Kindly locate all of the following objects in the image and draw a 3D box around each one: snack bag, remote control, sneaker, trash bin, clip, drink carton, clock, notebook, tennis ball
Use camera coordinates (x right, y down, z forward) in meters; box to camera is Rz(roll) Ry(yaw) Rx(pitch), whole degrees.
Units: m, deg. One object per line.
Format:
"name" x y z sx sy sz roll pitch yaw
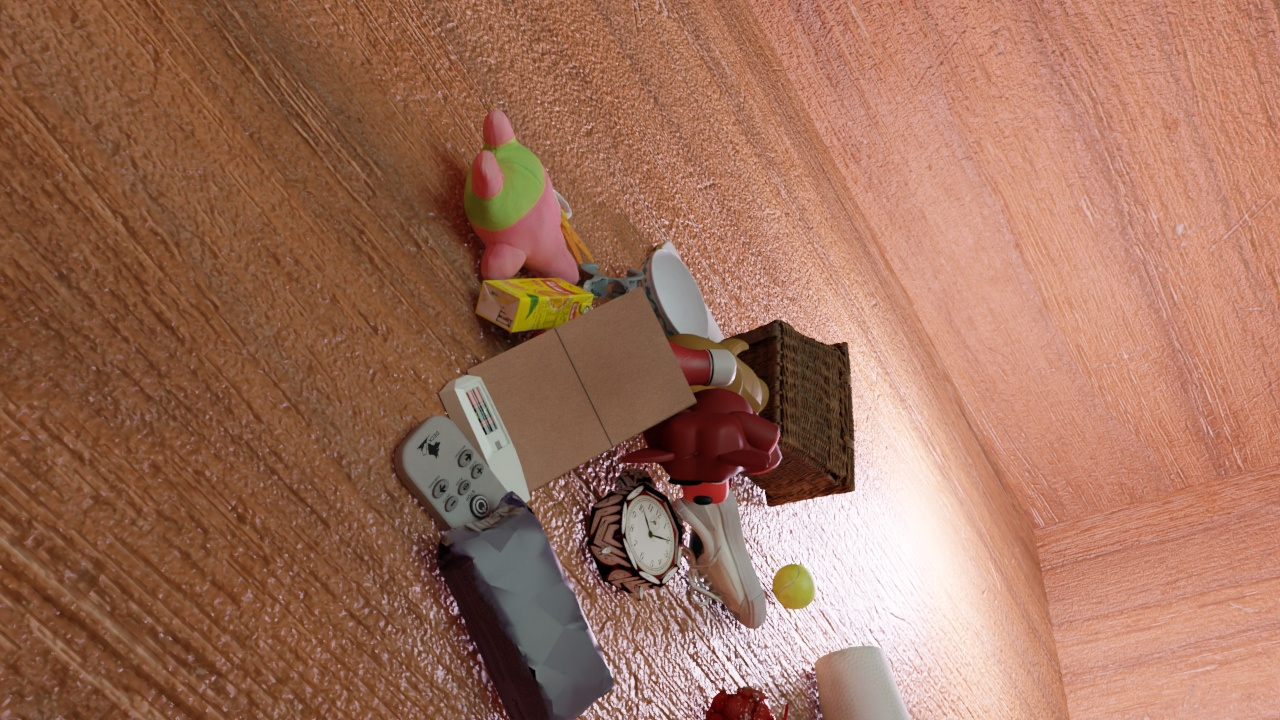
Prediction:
"snack bag" -0.098 0.225 0.806 0.096 0.059 0.205 -26 91 -46
"remote control" -0.161 0.122 0.840 0.151 0.019 0.074 56 41 -20
"sneaker" 0.092 0.255 1.161 0.089 0.090 0.242 -126 -165 -57
"trash bin" 0.319 0.504 1.312 0.133 0.133 0.161 36 35 -45
"clip" -0.015 -0.093 1.153 0.167 0.127 0.028 -100 -162 -74
"drink carton" -0.115 -0.062 1.022 0.134 0.058 0.043 -11 123 -57
"clock" -0.005 0.186 1.032 0.115 0.065 0.154 54 37 -23
"remote control" -0.149 0.081 0.905 0.143 0.024 0.049 65 27 -3
"notebook" -0.058 0.028 0.967 0.208 0.008 0.141 -27 94 -18
"tennis ball" 0.225 0.330 1.338 0.065 0.065 0.065 41 36 -40

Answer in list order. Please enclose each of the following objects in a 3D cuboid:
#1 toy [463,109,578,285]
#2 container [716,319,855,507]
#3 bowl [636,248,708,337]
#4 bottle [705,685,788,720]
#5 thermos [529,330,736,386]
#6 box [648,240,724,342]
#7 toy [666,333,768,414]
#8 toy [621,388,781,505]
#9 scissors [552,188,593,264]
"toy" -0.136 -0.165 1.058 0.237 0.097 0.191 59 32 -46
"container" 0.208 0.070 1.393 0.183 0.163 0.249 27 56 -40
"bowl" 0.027 -0.076 1.291 0.144 0.074 0.143 41 36 -40
"bottle" 0.121 0.432 1.039 0.099 0.099 0.111 45 38 -35
"thermos" -0.006 0.006 1.030 0.239 0.073 0.073 1 61 -18
"box" 0.076 -0.089 1.444 0.209 0.033 0.064 61 27 -13
"toy" 0.086 0.038 1.205 0.203 0.163 0.198 43 65 -54
"toy" 0.076 0.101 1.040 0.197 0.158 0.120 -32 125 -75
"scissors" -0.095 -0.176 1.202 0.133 0.012 0.096 52 27 -7
